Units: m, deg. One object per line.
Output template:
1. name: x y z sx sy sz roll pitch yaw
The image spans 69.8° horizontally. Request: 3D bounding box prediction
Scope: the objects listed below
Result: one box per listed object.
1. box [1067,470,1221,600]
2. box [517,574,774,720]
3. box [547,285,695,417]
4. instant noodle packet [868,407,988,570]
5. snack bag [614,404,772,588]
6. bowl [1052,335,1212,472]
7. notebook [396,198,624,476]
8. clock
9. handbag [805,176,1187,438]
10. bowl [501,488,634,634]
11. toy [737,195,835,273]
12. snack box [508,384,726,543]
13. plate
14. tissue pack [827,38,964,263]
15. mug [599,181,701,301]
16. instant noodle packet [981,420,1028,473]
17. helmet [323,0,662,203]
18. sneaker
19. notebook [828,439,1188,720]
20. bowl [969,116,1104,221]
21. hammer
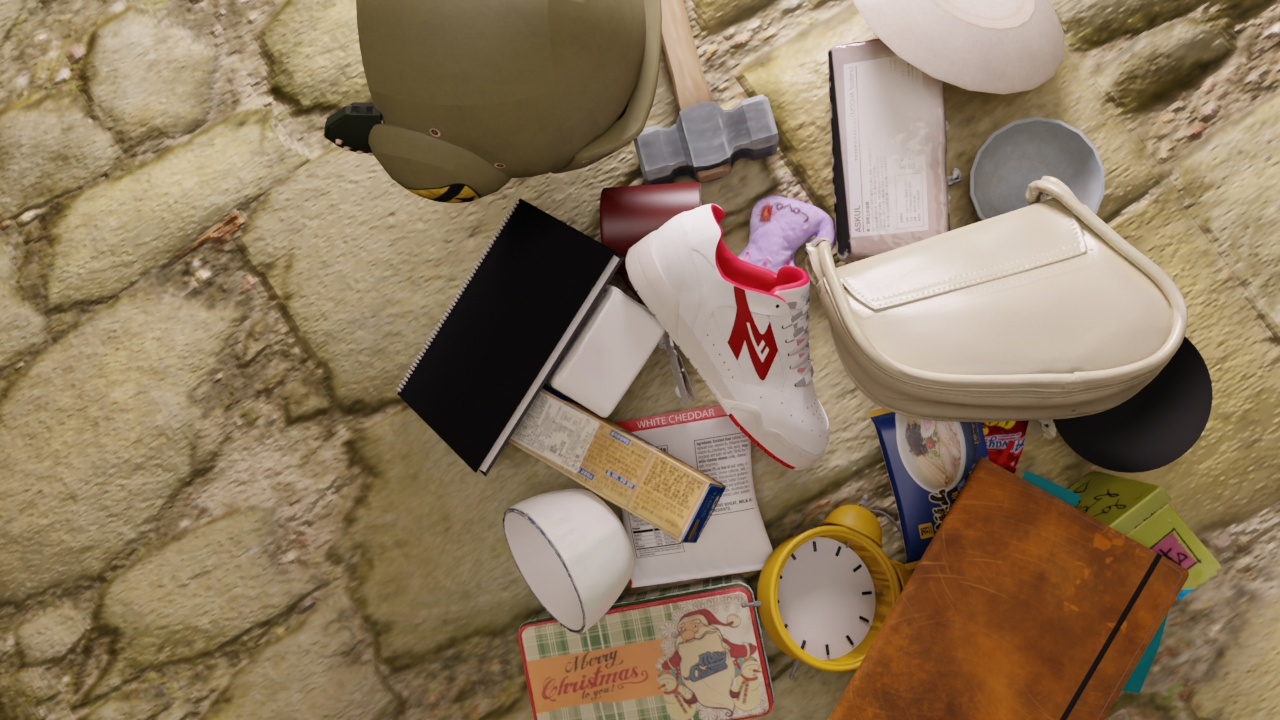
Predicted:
1. box: 0.316 0.185 0.719 0.221 0.124 0.082 -41 88 5
2. box: 0.005 0.259 0.784 0.205 0.050 0.117 -10 87 6
3. box: 0.000 0.008 0.767 0.130 0.110 0.103 34 90 -14
4. instant noodle packet: 0.243 0.095 0.742 0.087 0.026 0.134 -14 93 1
5. snack bag: 0.040 0.115 0.786 0.131 0.039 0.144 -10 86 10
6. bowl: 0.388 0.027 0.748 0.124 0.052 0.124 0 89 5
7. notebook: -0.117 -0.027 0.774 0.149 0.016 0.206 34 93 43
8. clock: 0.164 0.186 0.755 0.151 0.052 0.113 -33 86 -19
9. handbag: 0.258 -0.030 0.701 0.229 0.132 0.184 -15 66 1
10. bowl: -0.055 0.156 0.751 0.065 0.117 0.116 -29 86 -28
11. toy: 0.121 -0.090 0.784 0.080 0.036 0.099 16 90 10
12. snack box: -0.033 0.078 0.762 0.207 0.057 0.056 28 91 22
13. plate: 0.259 -0.292 0.733 0.188 0.027 0.188 6 61 -11
14. tissue pack: 0.215 -0.174 0.770 0.104 0.071 0.181 -4 87 20
15. mug: 0.012 -0.096 0.780 0.082 0.073 0.106 -2 101 5
16. instant noodle packet: 0.280 0.026 0.767 0.098 0.039 0.135 11 91 2
17. helmet: -0.101 -0.240 0.689 0.233 0.255 0.250 4 90 9
18. sneaker: 0.099 -0.021 0.727 0.104 0.090 0.236 -33 103 21
19. notebook: 0.269 0.206 0.654 0.178 0.014 0.249 29 92 4
20. bowl: 0.324 -0.145 0.765 0.106 0.039 0.106 0 89 5
21. hammer: 0.023 -0.313 0.796 0.117 0.051 0.322 -15 85 5
